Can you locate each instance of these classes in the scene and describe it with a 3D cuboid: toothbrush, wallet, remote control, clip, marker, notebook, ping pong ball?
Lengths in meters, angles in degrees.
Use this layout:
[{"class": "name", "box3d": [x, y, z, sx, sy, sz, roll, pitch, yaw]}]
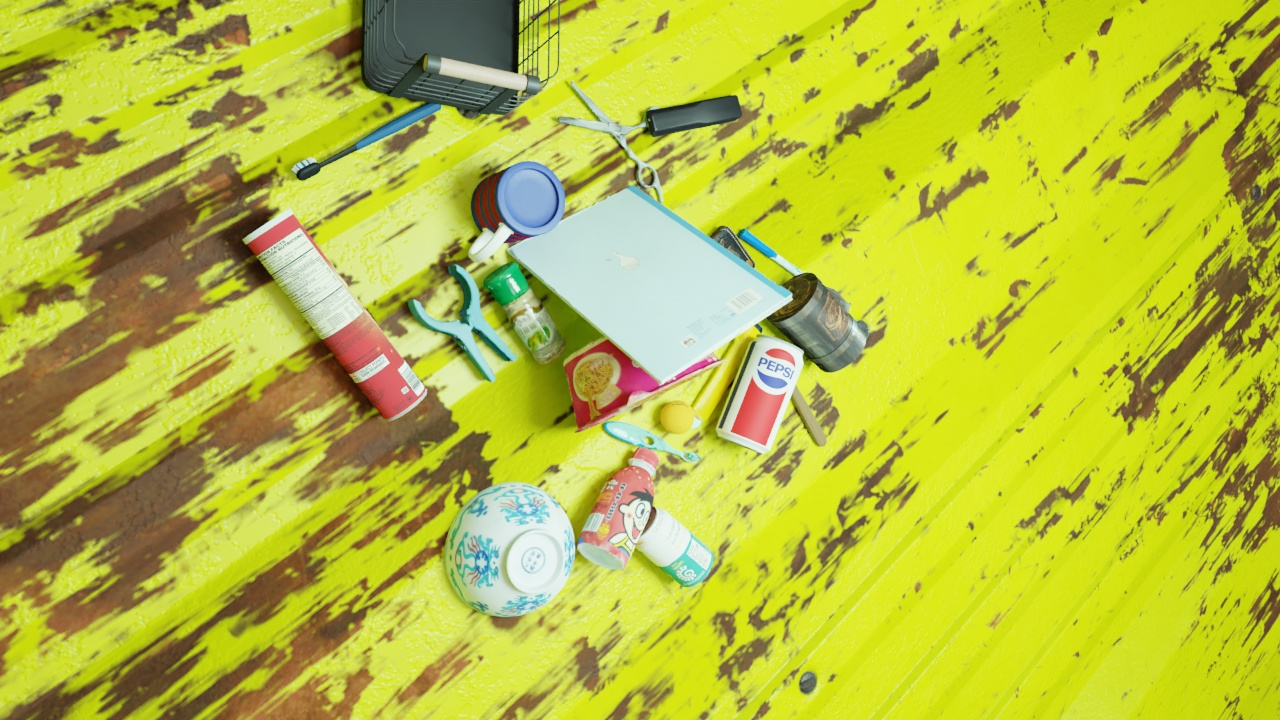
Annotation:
[{"class": "toothbrush", "box3d": [0.016, 0.096, 1.071, 0.135, 0.017, 0.022, 23, 70, -28]}, {"class": "wallet", "box3d": [0.082, -0.098, 1.106, 0.122, 0.019, 0.072, -49, 117, -20]}, {"class": "toothbrush", "box3d": [-0.266, -0.219, 0.905, 0.167, 0.014, 0.014, -37, 74, -27]}, {"class": "remote control", "box3d": [0.065, -0.292, 1.091, 0.136, 0.015, 0.032, -21, 101, -33]}, {"class": "clip", "box3d": [-0.173, -0.052, 0.958, 0.130, 0.031, 0.121, 31, 71, -26]}, {"class": "marker", "box3d": [0.178, -0.127, 1.166, 0.141, 0.013, 0.013, 30, 76, -27]}, {"class": "notebook", "box3d": [0.006, -0.091, 0.957, 0.180, 0.253, 0.009, -32, 144, -25]}, {"class": "toothbrush", "box3d": [0.199, 0.044, 1.179, 0.016, 0.016, 0.167, -40, 111, -24]}, {"class": "ping pong ball", "box3d": [0.043, 0.067, 1.073, 0.040, 0.040, 0.040, 0, 90, -30]}]

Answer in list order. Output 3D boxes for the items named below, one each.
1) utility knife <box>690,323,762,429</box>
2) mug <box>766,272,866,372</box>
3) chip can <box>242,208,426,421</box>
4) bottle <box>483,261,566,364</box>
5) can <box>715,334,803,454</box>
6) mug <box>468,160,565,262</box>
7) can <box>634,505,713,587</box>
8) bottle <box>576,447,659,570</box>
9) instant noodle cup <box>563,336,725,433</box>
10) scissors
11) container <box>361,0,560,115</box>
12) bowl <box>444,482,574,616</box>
[{"class": "utility knife", "box3d": [0.101, 0.016, 1.120, 0.030, 0.017, 0.164, 39, 71, -19]}, {"class": "mug", "box3d": [0.228, -0.059, 1.164, 0.107, 0.080, 0.115, 42, 52, -25]}, {"class": "chip can", "box3d": [-0.287, -0.040, 0.875, 0.051, 0.052, 0.215, -41, 110, -23]}, {"class": "bottle", "box3d": [-0.122, -0.049, 0.976, 0.043, 0.043, 0.111, -40, 110, -24]}, {"class": "can", "box3d": [0.145, 0.041, 1.107, 0.070, 0.070, 0.132, 24, 85, -28]}, {"class": "mug", "box3d": [-0.137, -0.148, 0.946, 0.075, 0.076, 0.111, 40, 71, -24]}, {"class": "can", "box3d": [0.035, 0.215, 1.062, 0.101, 0.055, 0.054, 43, 70, -23]}, {"class": "bottle", "box3d": [-0.018, 0.161, 1.025, 0.062, 0.062, 0.137, 41, 57, -24]}, {"class": "instant noodle cup", "box3d": [-0.006, 0.006, 0.980, 0.178, 0.179, 0.077, -24, 86, -28]}, {"class": "scissors", "box3d": [-0.023, -0.248, 1.047, 0.141, 0.014, 0.162, -23, 103, -31]}, {"class": "container", "box3d": [-0.171, -0.367, 0.885, 0.162, 0.130, 0.241, 3, 85, -30]}, {"class": "bowl", "box3d": [-0.123, 0.203, 0.958, 0.143, 0.074, 0.144, 0, 91, -30]}]
